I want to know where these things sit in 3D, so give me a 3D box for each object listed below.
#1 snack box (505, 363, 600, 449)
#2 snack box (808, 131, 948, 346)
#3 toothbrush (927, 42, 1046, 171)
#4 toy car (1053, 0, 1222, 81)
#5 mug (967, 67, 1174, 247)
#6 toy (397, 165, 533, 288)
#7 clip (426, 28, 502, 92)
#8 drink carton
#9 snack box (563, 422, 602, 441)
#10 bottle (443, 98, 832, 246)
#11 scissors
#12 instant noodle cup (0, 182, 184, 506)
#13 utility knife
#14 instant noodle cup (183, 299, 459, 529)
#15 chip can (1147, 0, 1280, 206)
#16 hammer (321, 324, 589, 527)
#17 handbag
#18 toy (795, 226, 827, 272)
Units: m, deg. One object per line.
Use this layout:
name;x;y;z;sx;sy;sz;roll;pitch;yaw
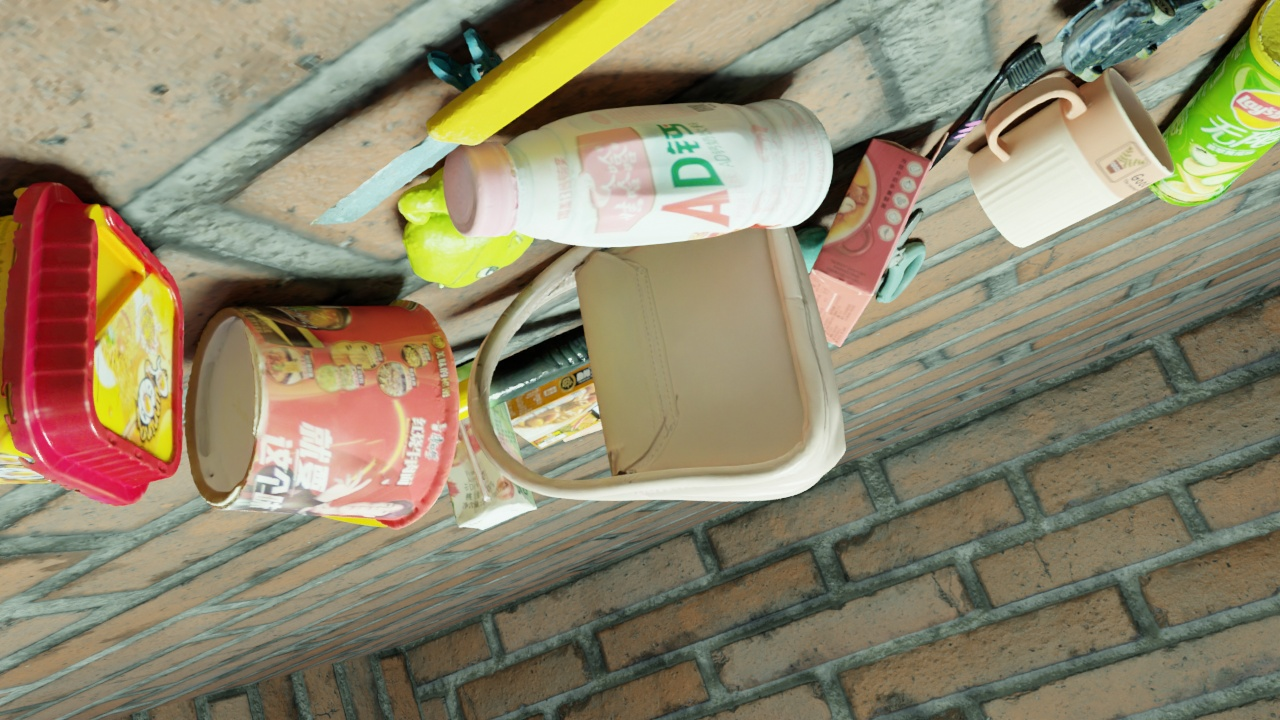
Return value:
snack box;-0.045;0.031;0.848;0.154;0.026;0.075;-25;150;11
snack box;0.152;-0.087;0.629;0.127;0.044;0.113;-62;171;-14
toothbrush;0.214;-0.149;0.619;0.014;0.017;0.190;-17;165;-17
toy car;0.284;-0.194;0.522;0.120;0.037;0.054;-22;167;-34
mug;0.285;-0.144;0.630;0.114;0.081;0.106;27;139;-33
toy;-0.089;-0.071;0.475;0.096;0.031;0.100;-4;153;-46
clip;-0.064;-0.118;0.381;0.047;0.014;0.057;-26;164;14
drink carton;-0.127;0.065;0.712;0.053;0.122;0.045;-22;163;13
snack box;-0.010;0.039;0.947;0.157;0.026;0.084;-18;164;-8
bottle;0.003;-0.091;0.448;0.196;0.068;0.068;-11;162;-32
scissors;0.224;-0.081;0.824;0.170;0.019;0.177;-25;154;-37
instant noodle cup;-0.265;0.001;0.369;0.123;0.116;0.116;-6;162;-9
utility knife;-0.046;-0.115;0.362;0.216;0.015;0.033;-33;162;10
instant noodle cup;-0.184;0.030;0.520;0.108;0.137;0.138;4;151;-44
chip can;0.449;-0.186;0.686;0.072;0.072;0.221;-22;165;5
hammer;-0.115;0.023;0.666;0.300;0.129;0.033;-26;136;-17
handbag;-0.003;0.003;0.571;0.234;0.193;0.093;-15;159;12
toy;0.105;-0.075;0.707;0.092;0.030;0.096;-28;157;18
